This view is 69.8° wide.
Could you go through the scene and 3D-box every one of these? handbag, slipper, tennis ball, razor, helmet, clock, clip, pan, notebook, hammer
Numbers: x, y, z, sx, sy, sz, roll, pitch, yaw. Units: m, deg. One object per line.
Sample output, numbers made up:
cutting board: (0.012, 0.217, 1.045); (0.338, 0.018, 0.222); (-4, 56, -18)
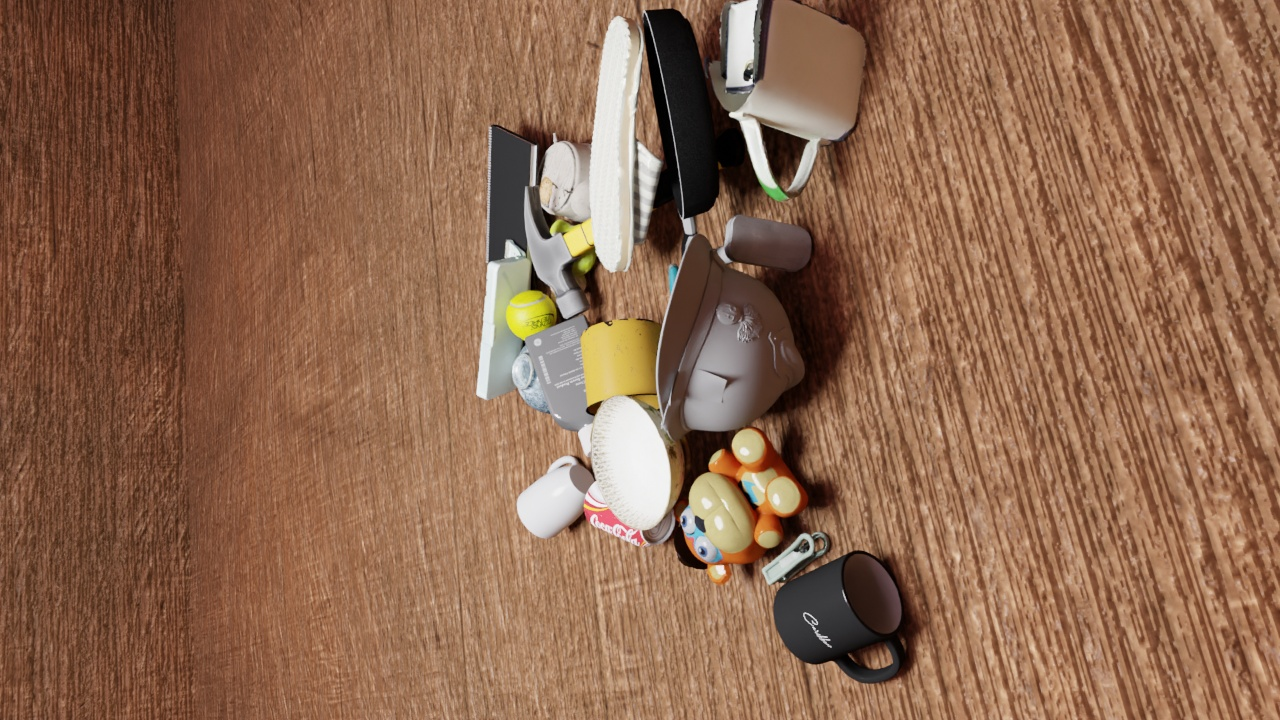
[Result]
handbag: (0.131, -0.238, 0.863); (0.074, 0.151, 0.176); (7, 93, 50)
slipper: (-0.017, -0.230, 0.999); (0.114, 0.054, 0.273); (-136, 42, -54)
tennis ball: (-0.142, -0.059, 1.201); (0.066, 0.065, 0.065); (-6, 82, 49)
razor: (0.108, -0.115, 0.952); (0.116, 0.088, 0.047); (178, 98, -69)
helmet: (0.098, -0.007, 0.880); (0.118, 0.271, 0.183); (13, 70, 14)
clock: (-0.086, -0.226, 1.187); (0.157, 0.061, 0.103); (48, 123, 43)
clip: (0.152, 0.193, 0.898); (0.076, 0.042, 0.023); (-51, 53, 36)
pan: (0.052, -0.178, 0.945); (0.203, 0.044, 0.356); (-100, -1, -63)
notebook: (-0.182, -0.213, 1.286); (0.149, 0.016, 0.207); (38, 129, 52)
hammer: (-0.013, -0.183, 1.081); (0.325, 0.034, 0.170); (-25, 88, 35)

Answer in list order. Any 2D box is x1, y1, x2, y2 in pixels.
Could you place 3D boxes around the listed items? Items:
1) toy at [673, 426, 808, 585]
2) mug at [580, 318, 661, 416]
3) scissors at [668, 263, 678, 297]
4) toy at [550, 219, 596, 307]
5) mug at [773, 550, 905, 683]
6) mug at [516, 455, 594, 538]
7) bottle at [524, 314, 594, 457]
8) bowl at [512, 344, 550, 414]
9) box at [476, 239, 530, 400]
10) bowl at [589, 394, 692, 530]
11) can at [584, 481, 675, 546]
toy: (0.096, 0.152, 0.926); (0.112, 0.096, 0.177); (56, 138, 28)
mug: (-0.006, 0.006, 1.056); (0.124, 0.100, 0.094); (-9, 74, 8)
scissors: (0.047, -0.041, 1.024); (0.155, 0.019, 0.125); (-100, 0, -55)
toy: (-0.095, -0.123, 1.204); (0.092, 0.043, 0.118); (20, 105, 45)
mug: (0.187, 0.237, 0.824); (0.088, 0.078, 0.113); (-40, 84, 40)
mug: (-0.101, 0.162, 1.180); (0.090, 0.071, 0.107); (-41, 29, 30)
bottle: (-0.077, 0.037, 1.137); (0.084, 0.046, 0.173); (-22, 64, 1)
bowl: (-0.135, 0.015, 1.226); (0.115, 0.060, 0.114); (-8, 80, 50)
box: (-0.192, -0.056, 1.261); (0.126, 0.074, 0.198); (-121, 36, -61)
bowl: (0.010, 0.105, 0.993); (0.145, 0.063, 0.145); (14, 108, 52)
can: (-0.013, 0.175, 1.065); (0.105, 0.064, 0.064); (12, 96, 50)
